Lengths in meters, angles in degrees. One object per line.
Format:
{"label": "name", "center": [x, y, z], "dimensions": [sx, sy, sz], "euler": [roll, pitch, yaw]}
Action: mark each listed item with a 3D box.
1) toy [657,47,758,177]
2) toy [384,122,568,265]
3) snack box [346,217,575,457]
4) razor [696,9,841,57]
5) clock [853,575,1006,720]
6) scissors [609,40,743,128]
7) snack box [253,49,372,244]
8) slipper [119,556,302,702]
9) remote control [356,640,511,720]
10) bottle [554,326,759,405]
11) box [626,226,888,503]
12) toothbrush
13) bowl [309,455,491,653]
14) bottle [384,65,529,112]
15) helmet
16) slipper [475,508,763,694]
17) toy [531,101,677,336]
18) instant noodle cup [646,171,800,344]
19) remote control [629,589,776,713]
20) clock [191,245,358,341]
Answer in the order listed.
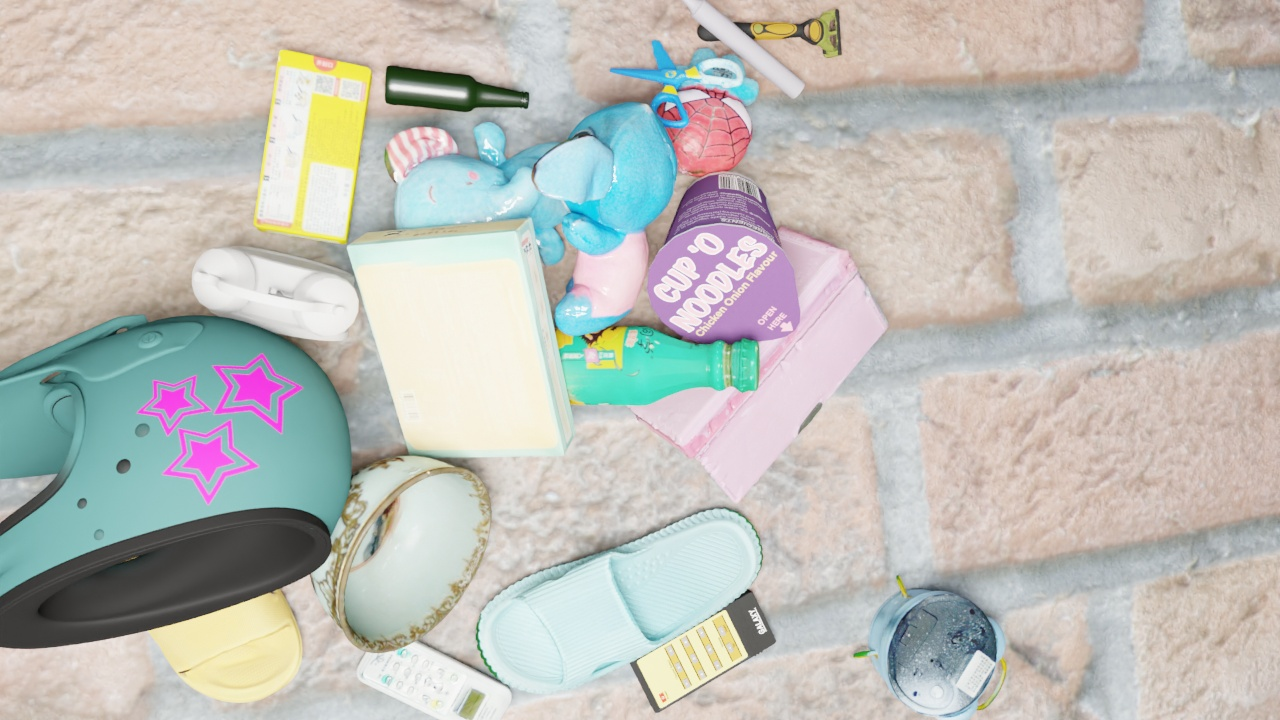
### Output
{"label": "toy", "center": [0.062, -0.227, 0.840], "dimensions": [0.092, 0.062, 0.132], "euler": [17, 76, -13]}
{"label": "toy", "center": [-0.117, -0.129, 0.780], "dimensions": [0.180, 0.115, 0.183], "euler": [-32, 101, -24]}
{"label": "snack box", "center": [-0.140, -0.012, 0.738], "dimensions": [0.142, 0.044, 0.194], "euler": [-3, 115, 15]}
{"label": "razor", "center": [0.124, -0.313, 0.874], "dimensions": [0.144, 0.021, 0.044], "euler": [-4, 91, -11]}
{"label": "clock", "center": [0.294, 0.288, 0.893], "dimensions": [0.162, 0.060, 0.118], "euler": [35, 83, -11]}
{"label": "scissors", "center": [0.035, -0.254, 0.819], "dimensions": [0.123, 0.016, 0.125], "euler": [-16, 55, -3]}
{"label": "snack box", "center": [-0.277, -0.180, 0.779], "dimensions": [0.075, 0.025, 0.152], "euler": [8, 89, -13]}
{"label": "slipper", "center": [-0.366, 0.161, 0.734], "dimensions": [0.099, 0.078, 0.263], "euler": [-26, 93, -11]}
{"label": "remote control", "center": [-0.180, 0.282, 0.804], "dimensions": [0.133, 0.022, 0.050], "euler": [31, 83, -11]}
{"label": "bottle", "center": [-0.005, 0.005, 0.780], "dimensions": [0.210, 0.068, 0.068], "euler": [0, 90, 12]}
{"label": "box", "center": [0.112, 0.004, 0.854], "dimensions": [0.232, 0.106, 0.115], "euler": [-49, 134, -10]}
{"label": "toothbrush", "center": [0.078, -0.304, 0.844], "dimensions": [0.188, 0.018, 0.019], "euler": [32, 105, -22]}
{"label": "bowl", "center": [-0.210, 0.144, 0.749], "dimensions": [0.094, 0.160, 0.160], "euler": [21, 84, 29]}
{"label": "bottle", "center": [-0.159, -0.234, 0.802], "dimensions": [0.123, 0.033, 0.033], "euler": [3, 89, -13]}
{"label": "helmet", "center": [-0.346, 0.067, 0.639], "dimensions": [0.274, 0.177, 0.200], "euler": [-16, 62, -14]}
{"label": "slipper", "center": [-0.009, 0.217, 0.821], "dimensions": [0.276, 0.069, 0.116], "euler": [-22, 98, -12]}
{"label": "toy", "center": [-0.030, -0.114, 0.745], "dimensions": [0.099, 0.223, 0.192], "euler": [15, 110, 7]}
{"label": "instant noodle cup", "center": [0.078, -0.095, 0.801], "dimensions": [0.136, 0.121, 0.122], "euler": [28, 128, -17]}
{"label": "remote control", "center": [0.059, 0.273, 0.863], "dimensions": [0.133, 0.013, 0.058], "euler": [-28, 96, -11]}
{"label": "clock", "center": [-0.280, -0.049, 0.713], "dimensions": [0.120, 0.159, 0.061], "euler": [14, 96, -13]}
